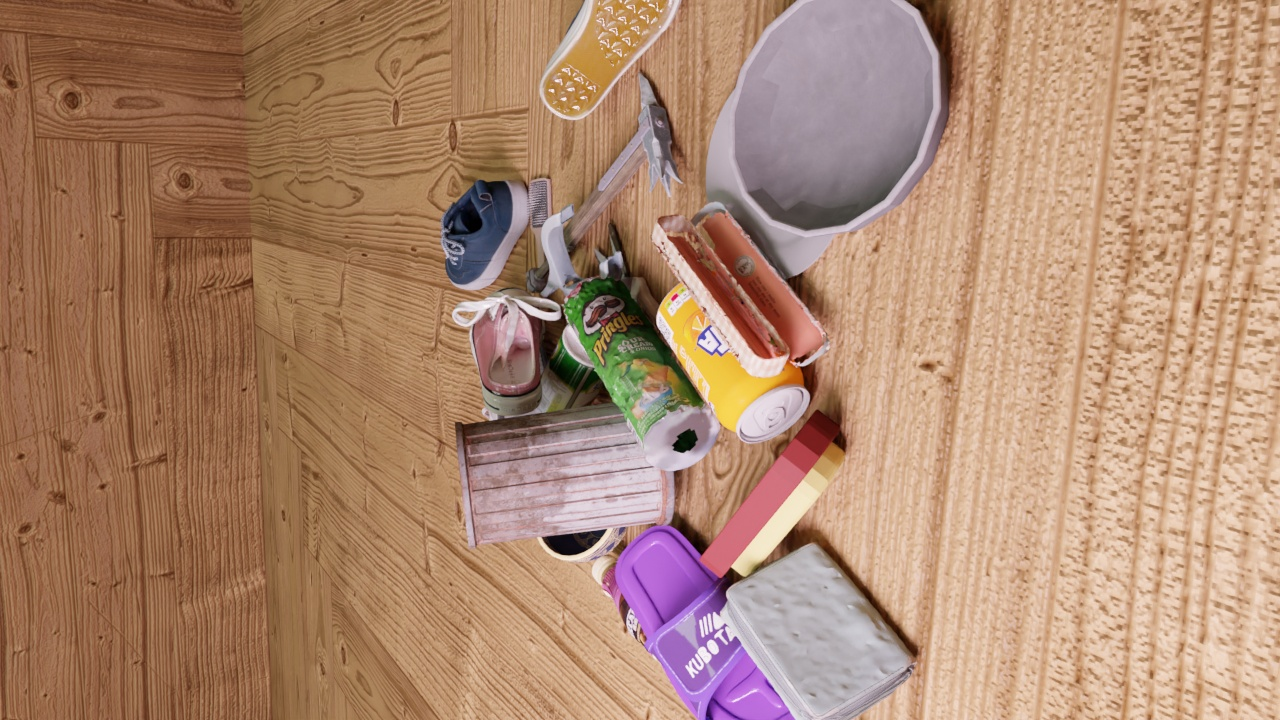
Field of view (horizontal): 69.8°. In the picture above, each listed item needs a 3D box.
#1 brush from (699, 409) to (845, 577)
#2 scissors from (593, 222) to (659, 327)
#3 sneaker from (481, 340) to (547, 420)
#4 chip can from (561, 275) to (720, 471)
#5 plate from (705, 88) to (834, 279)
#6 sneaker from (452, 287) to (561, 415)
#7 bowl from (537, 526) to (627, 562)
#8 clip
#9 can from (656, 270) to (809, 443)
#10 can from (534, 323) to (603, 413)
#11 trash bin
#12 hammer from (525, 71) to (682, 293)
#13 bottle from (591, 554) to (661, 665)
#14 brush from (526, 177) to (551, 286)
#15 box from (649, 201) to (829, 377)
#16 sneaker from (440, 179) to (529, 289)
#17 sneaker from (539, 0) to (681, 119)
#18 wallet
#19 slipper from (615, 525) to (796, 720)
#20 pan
[{"bbox_3d":[0.111,0.116,0.748,0.042,0.082,0.174,38,131,11],"label":"brush"},{"bbox_3d":[-0.004,-0.050,0.956,0.179,0.015,0.193,13,105,57],"label":"scissors"},{"bbox_3d":[-0.145,0.076,1.129,0.129,0.096,0.263,120,133,-57],"label":"sneaker"},{"bbox_3d":[-0.004,0.006,0.856,0.223,0.075,0.076,56,138,46],"label":"chip can"},{"bbox_3d":[0.114,-0.156,0.764,0.179,0.012,0.178,11,103,56],"label":"plate"},{"bbox_3d":[-0.147,-0.036,1.017,0.240,0.118,0.088,-109,14,-59],"label":"sneaker"},{"bbox_3d":[-0.054,0.169,1.008,0.113,0.061,0.112,-16,60,29],"label":"bowl"},{"bbox_3d":[-0.051,-0.077,0.982,0.141,0.029,0.172,43,153,15],"label":"clip"},{"bbox_3d":[0.077,-0.005,0.779,0.142,0.079,0.079,58,138,35],"label":"can"},{"bbox_3d":[-0.072,0.015,1.021,0.067,0.067,0.121,64,142,29],"label":"can"},{"bbox_3d":[-0.067,0.107,0.894,0.131,0.211,0.131,173,91,-80],"label":"trash bin"},{"bbox_3d":[-0.057,-0.164,1.003,0.318,0.028,0.146,-42,50,49],"label":"hammer"},{"bbox_3d":[0.004,0.252,0.943,0.166,0.059,0.060,31,119,51],"label":"bottle"},{"bbox_3d":[-0.125,-0.155,1.126,0.050,0.015,0.136,8,101,55],"label":"brush"},{"bbox_3d":[0.079,-0.061,0.754,0.187,0.083,0.043,57,148,33],"label":"box"},{"bbox_3d":[-0.225,-0.163,1.211,0.236,0.087,0.089,-42,60,50],"label":"sneaker"},{"bbox_3d":[-0.022,-0.342,0.908,0.236,0.087,0.079,-46,22,45],"label":"sneaker"},{"bbox_3d":[0.134,0.215,0.709,0.131,0.100,0.054,50,159,45],"label":"wallet"},{"bbox_3d":[0.049,0.229,0.809,0.107,0.084,0.266,-43,40,-4],"label":"slipper"},{"bbox_3d":[0.156,-0.265,0.655,0.179,0.041,0.357,14,99,45],"label":"pan"}]
